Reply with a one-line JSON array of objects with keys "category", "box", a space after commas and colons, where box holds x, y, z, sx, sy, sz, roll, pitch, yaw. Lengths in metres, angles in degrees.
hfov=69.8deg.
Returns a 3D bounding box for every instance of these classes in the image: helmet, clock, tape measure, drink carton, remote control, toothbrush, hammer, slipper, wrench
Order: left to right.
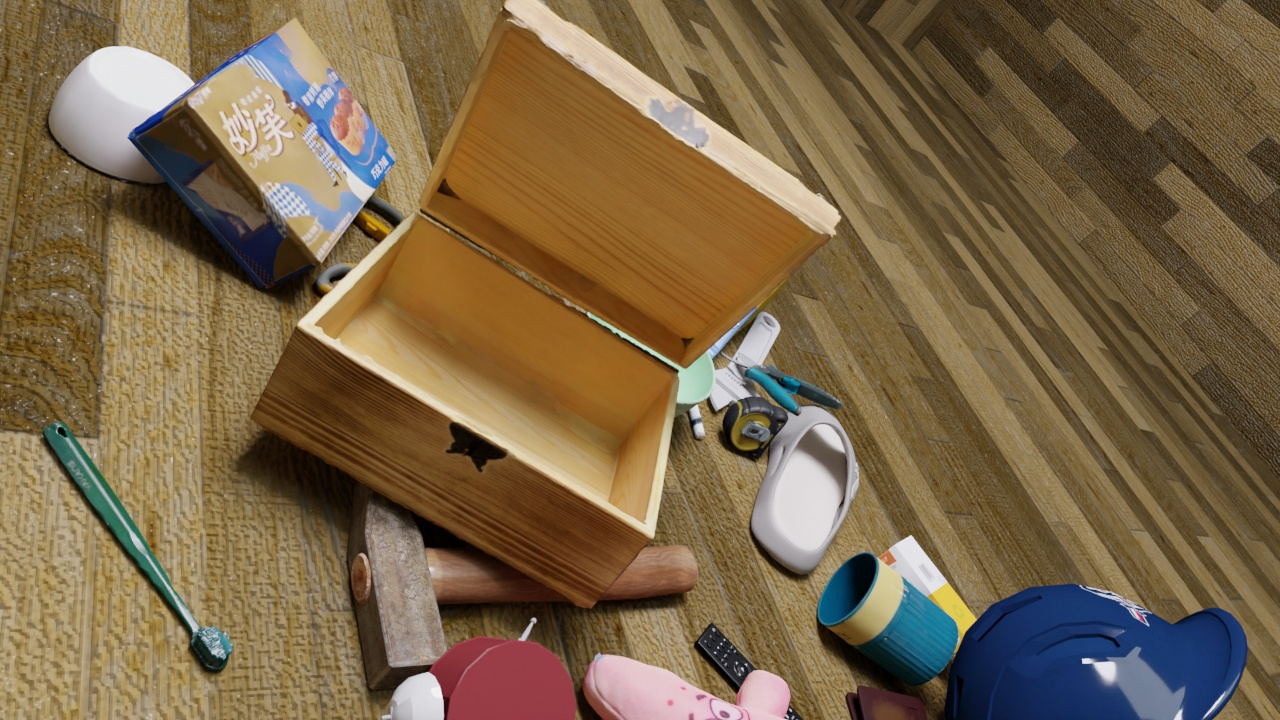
[{"category": "toothbrush", "box": [-0.306, 0.109, 0.557, 0.190, 0.017, 0.016, 48, 34, 11]}, {"category": "clock", "box": [-0.099, 0.225, 0.568, 0.137, 0.048, 0.096, -23, 95, -40]}, {"category": "hammer", "box": [-0.074, 0.159, 0.709, 0.300, 0.037, 0.157, 10, 44, -38]}, {"category": "toothbrush", "box": [0.046, 0.013, 1.023, 0.017, 0.012, 0.186, 8, 43, -20]}, {"category": "tape measure", "box": [0.119, 0.070, 0.981, 0.061, 0.062, 0.034, 23, 23, -20]}, {"category": "wrench", "box": [0.139, 0.007, 1.117, 0.086, 0.018, 0.272, 40, 32, 0]}, {"category": "remote control", "box": [0.101, 0.280, 0.766, 0.140, 0.009, 0.030, 46, 34, 8]}, {"category": "slipper", "box": [0.191, 0.116, 0.983, 0.113, 0.081, 0.265, 37, 33, 1]}, {"category": "drink carton", "box": [0.285, 0.245, 0.943, 0.040, 0.059, 0.122, -9, 57, -49]}, {"category": "helmet", "box": [0.397, 0.299, 0.806, 0.223, 0.272, 0.232, 54, 4, 13]}]

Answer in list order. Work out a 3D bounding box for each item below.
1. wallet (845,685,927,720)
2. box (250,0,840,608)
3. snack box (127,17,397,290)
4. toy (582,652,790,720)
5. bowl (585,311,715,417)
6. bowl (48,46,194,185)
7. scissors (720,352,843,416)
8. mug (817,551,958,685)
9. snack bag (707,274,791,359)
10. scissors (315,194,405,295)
[{"category": "wallet", "box": [0.229, 0.350, 0.806, 0.091, 0.018, 0.115, 21, 40, -27]}, {"category": "box", "box": [-0.052, -0.063, 0.690, 0.279, 0.324, 0.283, 31, 26, -9]}, {"category": "snack box", "box": [-0.311, -0.182, 0.790, 0.155, 0.069, 0.202, 56, 24, -29]}, {"category": "toy", "box": [0.061, 0.285, 0.649, 0.237, 0.097, 0.191, 36, 24, 7]}, {"category": "bowl", "box": [-0.005, 0.005, 0.920, 0.151, 0.077, 0.150, 26, 36, -20]}, {"category": "bowl", "box": [-0.424, -0.210, 0.769, 0.116, 0.066, 0.116, 26, 35, -21]}, {"category": "scissors", "box": [0.155, 0.028, 1.032, 0.154, 0.019, 0.124, 21, 20, 8]}, {"category": "mug", "box": [0.237, 0.241, 0.887, 0.107, 0.083, 0.113, 36, 14, -7]}, {"category": "snack bag", "box": [0.077, -0.101, 1.117, 0.159, 0.103, 0.204, 43, 44, 4]}, {"category": "scissors", "box": [-0.211, -0.076, 0.869, 0.225, 0.016, 0.215, 40, 33, -1]}]
